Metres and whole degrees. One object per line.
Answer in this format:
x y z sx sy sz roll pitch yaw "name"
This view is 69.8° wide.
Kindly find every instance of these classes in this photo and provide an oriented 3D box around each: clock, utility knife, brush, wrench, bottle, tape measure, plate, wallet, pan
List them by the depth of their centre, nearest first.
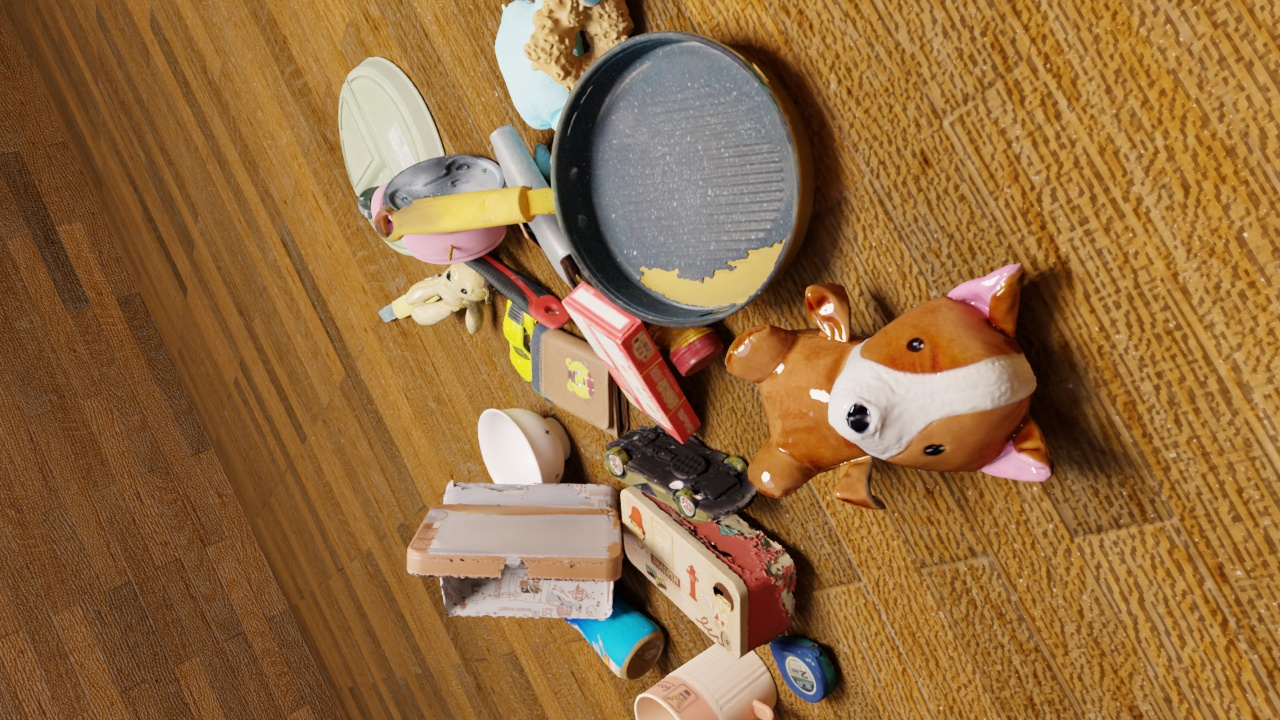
-0.028 -0.303 0.627 0.046 0.083 0.255 -120 36 -51 "brush"
-0.049 -0.118 0.665 0.358 0.078 0.198 0 104 35 "pan"
0.003 -0.069 0.729 0.175 0.057 0.058 57 145 13 "bottle"
0.140 0.258 0.772 0.058 0.025 0.054 -11 103 59 "tape measure"
-0.090 -0.128 0.807 0.129 0.037 0.107 60 174 12 "wallet"
-0.060 0.019 0.891 0.115 0.033 0.090 24 127 40 "wallet"
-0.196 -0.153 0.898 0.158 0.117 0.060 35 147 35 "clock"
-0.177 -0.108 0.923 0.273 0.056 0.016 33 143 19 "wrench"
-0.066 0.258 1.011 0.219 0.065 0.065 35 135 38 "bottle"
-0.287 -0.226 1.049 0.230 0.027 0.231 31 133 39 "plate"
-0.294 -0.073 1.157 0.205 0.021 0.031 -16 94 49 "utility knife"

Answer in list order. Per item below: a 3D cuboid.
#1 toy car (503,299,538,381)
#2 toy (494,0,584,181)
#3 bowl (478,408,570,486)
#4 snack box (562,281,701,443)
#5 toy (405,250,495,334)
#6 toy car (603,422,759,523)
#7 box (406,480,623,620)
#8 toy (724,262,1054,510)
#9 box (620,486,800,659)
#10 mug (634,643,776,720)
-0.120 -0.022 0.945 0.048 0.032 0.105 33 135 38 "toy car"
-0.073 -0.219 0.749 0.156 0.049 0.162 47 146 9 "toy"
-0.114 0.096 0.979 0.118 0.064 0.118 31 132 41 "bowl"
-0.004 0.004 0.747 0.075 0.025 0.153 36 165 39 "snack box"
-0.205 -0.078 0.995 0.158 0.066 0.105 -17 79 48 "toy"
0.032 0.095 0.778 0.158 0.070 0.042 24 133 45 "toy car"
-0.108 0.174 0.869 0.271 0.179 0.134 98 174 -71 "box"
0.143 0.019 0.551 0.200 0.130 0.140 -7 99 45 "toy"
0.061 0.165 0.791 0.168 0.076 0.091 33 135 47 "box"
0.070 0.316 0.827 0.115 0.105 0.082 9 117 51 "mug"
